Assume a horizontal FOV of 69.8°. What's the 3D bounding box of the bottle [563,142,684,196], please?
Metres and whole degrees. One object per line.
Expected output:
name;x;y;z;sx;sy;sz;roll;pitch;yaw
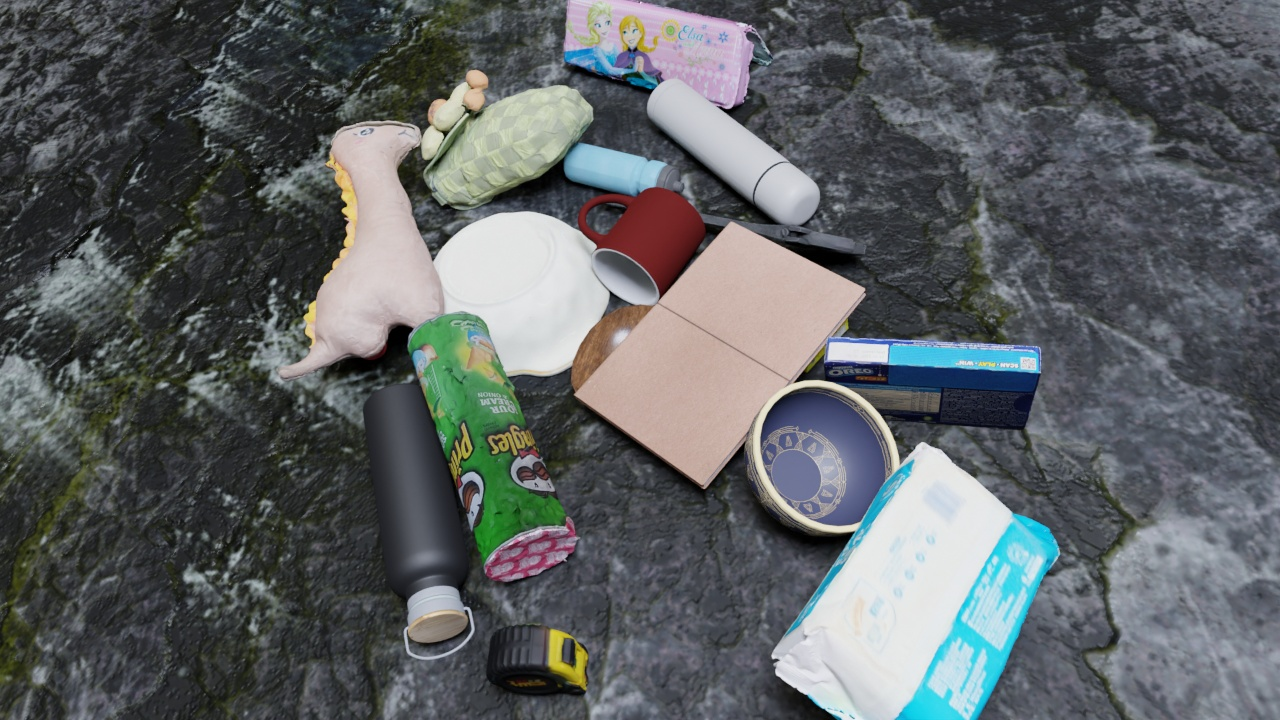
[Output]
bottle;-0.015;-0.187;0.922;0.130;0.040;0.040;19;61;25

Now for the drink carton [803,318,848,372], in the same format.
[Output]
drink carton;0.108;-0.049;0.790;0.134;0.043;0.058;36;74;32

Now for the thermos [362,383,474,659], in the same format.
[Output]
thermos;-0.173;0.124;0.718;0.061;0.061;0.231;-20;52;-2

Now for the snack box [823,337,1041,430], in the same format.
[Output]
snack box;0.216;0.017;0.691;0.150;0.082;0.027;3;57;15

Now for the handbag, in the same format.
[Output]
handbag;-0.146;-0.235;0.926;0.187;0.117;0.113;-12;43;38

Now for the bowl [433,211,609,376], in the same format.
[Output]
bowl;-0.125;-0.078;0.856;0.188;0.060;0.219;-35;54;-13

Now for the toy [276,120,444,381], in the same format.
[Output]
toy;-0.268;-0.116;0.850;0.196;0.065;0.264;-24;61;-8

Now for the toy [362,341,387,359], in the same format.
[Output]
toy;-0.256;-0.060;0.882;0.092;0.045;0.135;-1;56;8

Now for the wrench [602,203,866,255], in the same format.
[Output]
wrench;0.077;-0.128;0.853;0.273;0.073;0.018;16;97;29

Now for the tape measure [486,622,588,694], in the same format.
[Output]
tape measure;-0.075;0.205;0.634;0.067;0.063;0.038;-5;53;11

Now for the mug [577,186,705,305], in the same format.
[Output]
mug;-0.005;-0.113;0.832;0.105;0.073;0.082;37;65;-3

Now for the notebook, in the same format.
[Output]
notebook;0.063;-0.013;0.749;0.141;0.008;0.208;33;73;31

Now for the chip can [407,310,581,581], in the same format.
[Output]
chip can;-0.122;0.060;0.729;0.075;0.075;0.223;-25;59;-5

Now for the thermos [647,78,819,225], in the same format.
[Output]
thermos;0.089;-0.205;0.902;0.052;0.052;0.224;-34;54;-12

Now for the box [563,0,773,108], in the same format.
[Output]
box;0.032;-0.351;1.022;0.230;0.085;0.096;23;31;27

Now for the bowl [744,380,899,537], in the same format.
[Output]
bowl;0.124;0.078;0.673;0.112;0.061;0.112;7;65;-14

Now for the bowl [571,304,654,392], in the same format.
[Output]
bowl;-0.005;0.005;0.787;0.102;0.026;0.114;14;60;23

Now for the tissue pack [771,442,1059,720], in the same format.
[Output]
tissue pack;0.179;0.148;0.579;0.117;0.066;0.208;40;57;8
